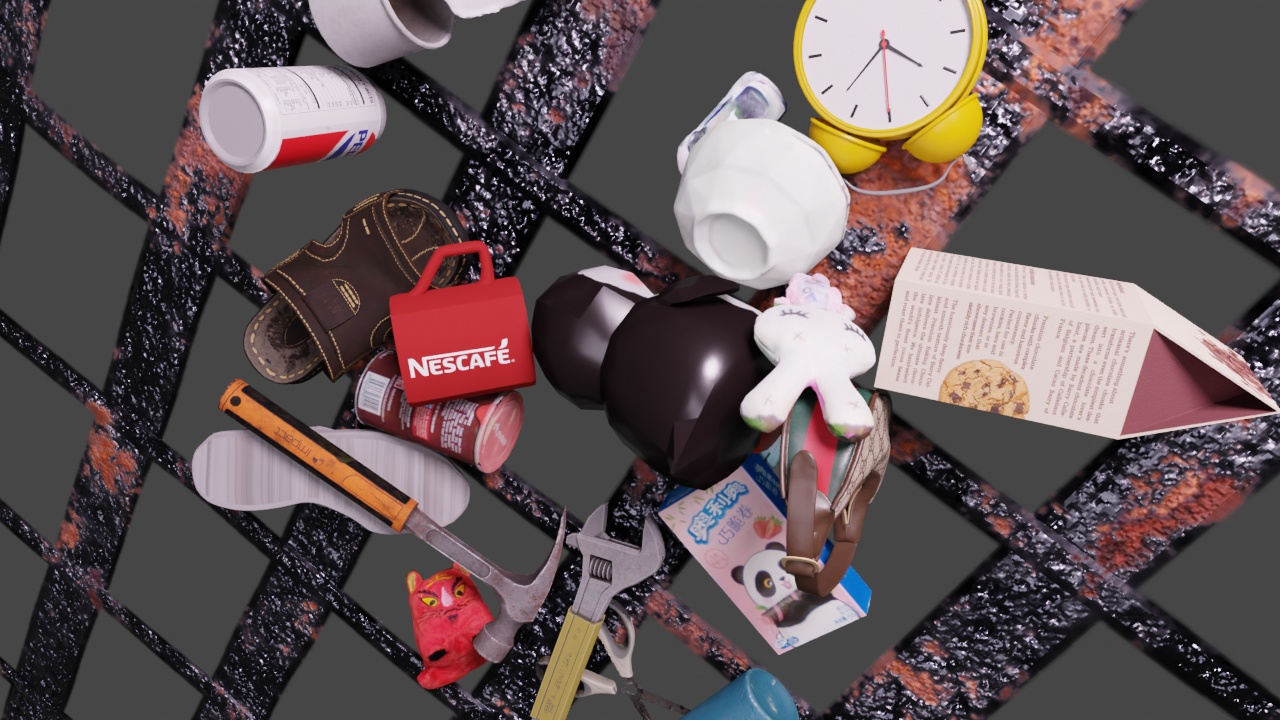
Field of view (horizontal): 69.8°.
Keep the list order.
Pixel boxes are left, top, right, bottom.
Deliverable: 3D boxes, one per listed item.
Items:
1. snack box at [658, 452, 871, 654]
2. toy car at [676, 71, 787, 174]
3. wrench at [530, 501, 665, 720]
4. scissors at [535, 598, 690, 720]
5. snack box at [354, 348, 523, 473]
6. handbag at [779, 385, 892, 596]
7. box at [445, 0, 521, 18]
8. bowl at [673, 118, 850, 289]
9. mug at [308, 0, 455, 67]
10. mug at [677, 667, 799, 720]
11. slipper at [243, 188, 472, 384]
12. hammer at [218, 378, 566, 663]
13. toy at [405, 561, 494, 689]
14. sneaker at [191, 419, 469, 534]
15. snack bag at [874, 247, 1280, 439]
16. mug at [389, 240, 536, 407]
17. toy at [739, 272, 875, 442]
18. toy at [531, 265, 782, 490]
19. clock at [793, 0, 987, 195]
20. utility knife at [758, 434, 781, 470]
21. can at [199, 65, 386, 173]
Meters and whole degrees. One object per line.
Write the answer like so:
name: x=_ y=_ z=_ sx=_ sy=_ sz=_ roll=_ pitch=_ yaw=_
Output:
snack box: x=0.096 y=0.147 z=0.706 sx=0.088 sy=0.033 sz=0.154 roll=-37 pitch=97 yaw=30
toy car: x=0.059 y=-0.154 z=0.625 sx=0.038 sy=0.027 sz=0.090 roll=45 pitch=118 yaw=0
wrench: x=-0.049 y=0.236 z=0.796 sx=0.084 sy=0.018 sz=0.274 roll=26 pitch=115 yaw=17
scissors: x=-0.024 y=0.285 z=0.822 sx=0.158 sy=0.012 sz=0.171 roll=-9 pitch=105 yaw=26
snack box: x=-0.166 y=0.040 z=0.762 sx=0.121 sy=0.072 sz=0.072 roll=18 pitch=114 yaw=17
handbag: x=0.127 y=0.085 z=0.601 sx=0.063 sy=0.166 sz=0.138 roll=5 pitch=88 yaw=21
box: x=-0.101 y=-0.336 z=0.610 sx=0.107 sy=0.131 sz=0.152 roll=-10 pitch=135 yaw=23
bowl: x=0.071 y=-0.092 z=0.598 sx=0.117 sy=0.061 sz=0.118 roll=21 pitch=142 yaw=17
mug: x=-0.184 y=-0.272 z=0.661 sx=0.071 sy=0.084 sz=0.113 roll=-7 pitch=71 yaw=26
mug: x=0.069 y=0.314 z=0.760 sx=0.078 sy=0.078 sz=0.121 roll=44 pitch=110 yaw=3
slipper: x=-0.250 y=-0.051 z=0.761 sx=0.269 sy=0.075 sz=0.113 roll=-28 pitch=96 yaw=28
hammer: x=-0.205 y=0.107 z=0.764 sx=0.314 sy=0.035 sz=0.138 roll=36 pitch=92 yaw=-4
toy: x=-0.178 y=0.248 z=0.855 sx=0.094 sy=0.088 sz=0.133 roll=55 pitch=145 yaw=33
sneaker: x=-0.267 y=0.098 z=0.827 sx=0.236 sy=0.089 sz=0.099 roll=8 pitch=98 yaw=-3
snack bag: x=0.258 y=-0.009 z=0.556 sx=0.206 sy=0.094 sz=0.070 roll=13 pitch=112 yaw=18
mug: x=-0.138 y=-0.030 z=0.698 sx=0.096 sy=0.080 sz=0.116 roll=-10 pitch=105 yaw=-11
toy: x=0.103 y=-0.006 z=0.553 sx=0.079 sy=0.122 sz=0.038 roll=8 pitch=143 yaw=2
toy: x=-0.004 y=0.004 z=0.635 sx=0.184 sy=0.139 sz=0.159 roll=26 pitch=133 yaw=28
clock: x=0.153 y=-0.179 z=0.566 sx=0.114 sy=0.051 sz=0.152 roll=-2 pitch=103 yaw=23
utility knife: x=0.093 y=0.081 z=0.704 sx=0.022 sy=0.015 sz=0.141 roll=30 pitch=120 yaw=8
can: x=-0.255 y=-0.183 z=0.684 sx=0.070 sy=0.131 sz=0.070 roll=7 pitch=111 yaw=20
